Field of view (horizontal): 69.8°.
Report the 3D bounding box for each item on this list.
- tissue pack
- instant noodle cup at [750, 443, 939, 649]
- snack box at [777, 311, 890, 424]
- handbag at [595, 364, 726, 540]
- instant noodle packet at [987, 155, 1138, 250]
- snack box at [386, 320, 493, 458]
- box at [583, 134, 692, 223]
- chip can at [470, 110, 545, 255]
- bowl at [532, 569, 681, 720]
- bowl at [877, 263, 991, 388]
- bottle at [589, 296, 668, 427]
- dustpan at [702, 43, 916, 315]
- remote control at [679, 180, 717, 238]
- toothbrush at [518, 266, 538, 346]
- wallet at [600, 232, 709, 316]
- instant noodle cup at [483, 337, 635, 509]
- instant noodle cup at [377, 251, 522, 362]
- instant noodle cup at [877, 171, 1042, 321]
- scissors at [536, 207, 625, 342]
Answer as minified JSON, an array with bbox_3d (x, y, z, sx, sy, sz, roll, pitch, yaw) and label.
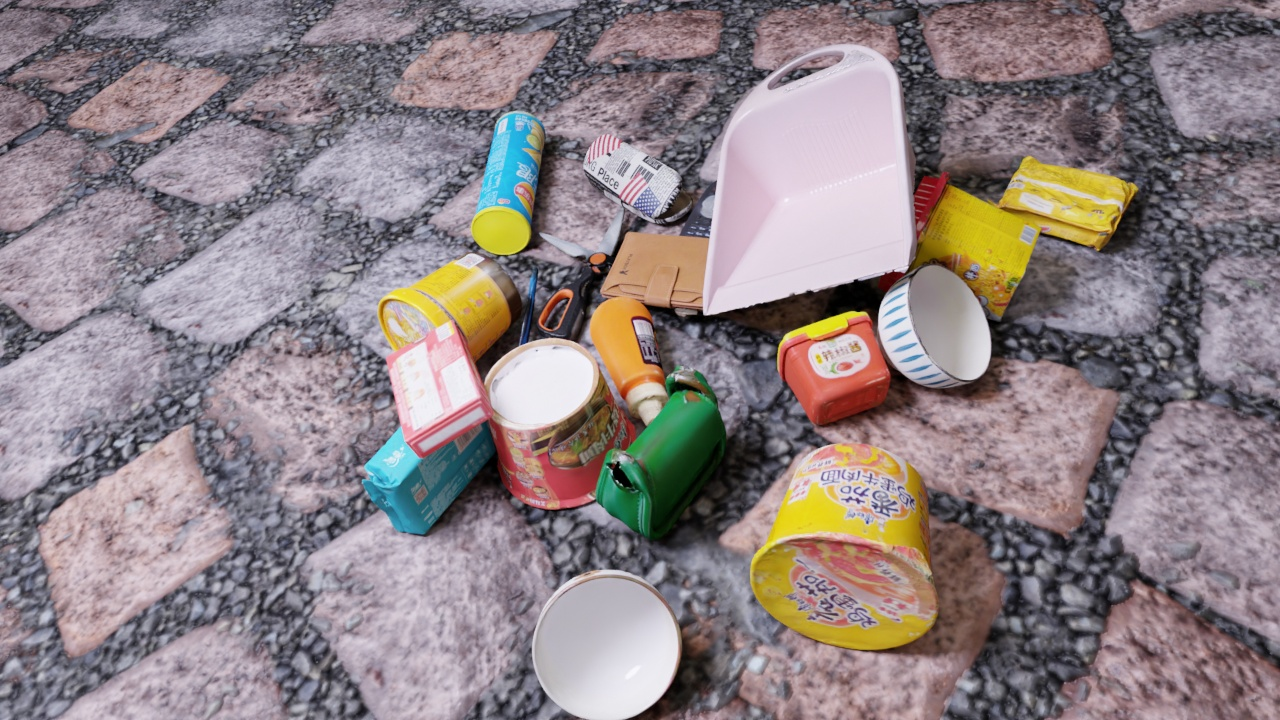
[{"bbox_3d":[-0.197,0.093,0.861,0.050,0.093,0.133,23,56,25],"label":"tissue pack"},{"bbox_3d":[0.164,0.140,0.714,0.138,0.138,0.109,7,42,19],"label":"instant noodle cup"},{"bbox_3d":[0.183,0.010,0.862,0.091,0.082,0.080,-19,60,-3],"label":"snack box"},{"bbox_3d":[0.018,0.080,0.805,0.068,0.120,0.131,28,58,26],"label":"handbag"},{"bbox_3d":[0.448,-0.169,0.980,0.128,0.044,0.110,24,51,26],"label":"instant noodle packet"},{"bbox_3d":[-0.186,0.022,0.837,0.075,0.025,0.153,-31,35,-3],"label":"snack box"},{"bbox_3d":[-0.012,-0.224,1.114,0.075,0.082,0.163,-40,54,-14],"label":"box"},{"bbox_3d":[-0.163,-0.228,1.161,0.071,0.071,0.209,-6,47,8],"label":"chip can"},{"bbox_3d":[-0.027,0.215,0.718,0.113,0.113,0.062,-17,4,-3],"label":"bowl"},{"bbox_3d":[0.266,-0.026,0.863,0.066,0.116,0.116,-29,27,50],"label":"bowl"},{"bbox_3d":[-0.005,0.005,0.921,0.067,0.067,0.149,-18,54,-3],"label":"bottle"},{"bbox_3d":[0.158,-0.191,0.914,0.223,0.139,0.272,-14,32,34],"label":"dustpan"},{"bbox_3d":[0.082,-0.160,1.071,0.053,0.024,0.136,13,56,25],"label":"remote control"},{"bbox_3d":[-0.127,-0.027,0.994,0.016,0.014,0.189,-12,54,22],"label":"toothbrush"},{"bbox_3d":[0.034,-0.096,0.996,0.132,0.031,0.107,8,51,19],"label":"wallet"},{"bbox_3d":[-0.083,0.054,0.860,0.138,0.109,0.137,-7,47,8],"label":"instant noodle cup"},{"bbox_3d":[-0.198,-0.049,0.980,0.118,0.119,0.114,22,49,29],"label":"instant noodle cup"},{"bbox_3d":[0.319,-0.106,0.916,0.124,0.116,0.115,23,57,16],"label":"instant noodle cup"},{"bbox_3d":[-0.044,-0.096,1.046,0.234,0.022,0.220,22,56,28],"label":"scissors"}]
